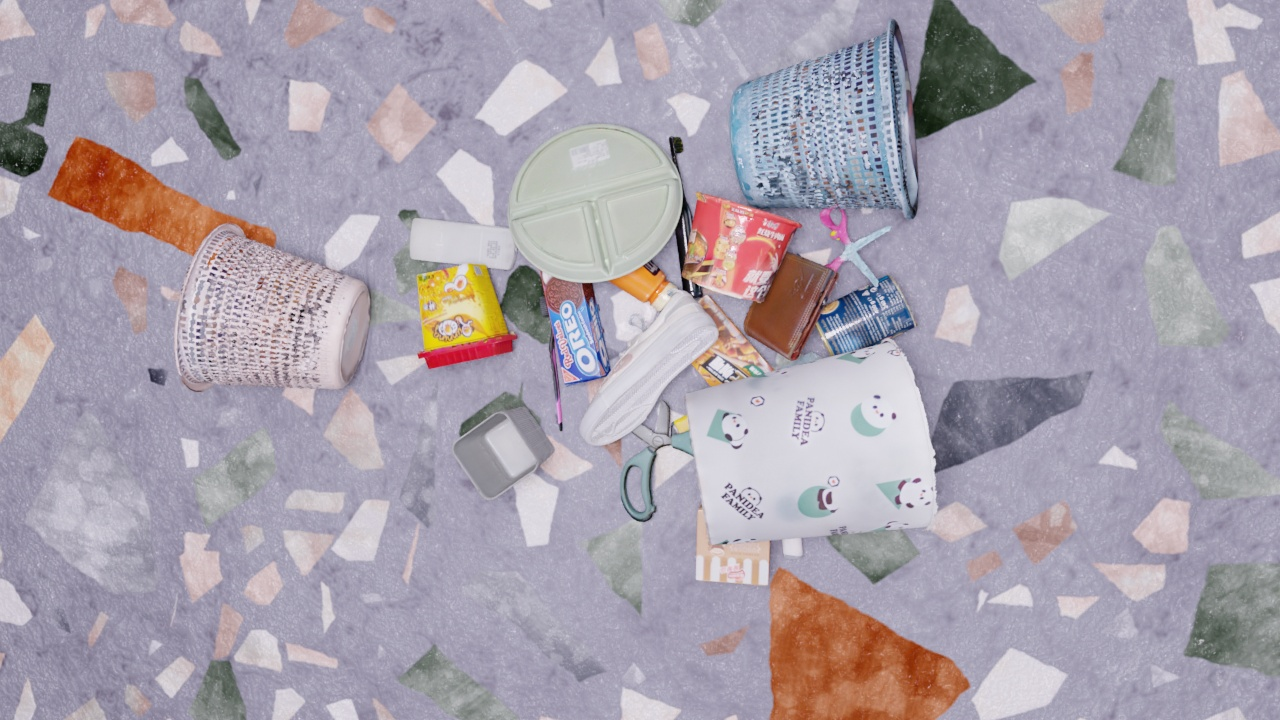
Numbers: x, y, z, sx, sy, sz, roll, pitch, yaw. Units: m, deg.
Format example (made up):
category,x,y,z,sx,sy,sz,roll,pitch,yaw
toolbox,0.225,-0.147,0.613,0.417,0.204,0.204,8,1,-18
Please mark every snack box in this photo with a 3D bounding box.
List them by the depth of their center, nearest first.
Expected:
category,x,y,z,sx,sy,sz,roll,pitch,yaw
snack box,0.123,0.234,1.195,0.093,0.077,0.094,2,94,9
snack box,0.109,-0.005,1.195,0.075,0.026,0.153,-42,79,10
snack box,-0.090,-0.072,1.218,0.057,0.058,0.207,-11,92,13

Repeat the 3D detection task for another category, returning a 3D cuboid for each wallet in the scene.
category,x,y,z,sx,sy,sz,roll,pitch,yaw
wallet,0.187,-0.071,1.154,0.032,0.101,0.124,19,99,-37

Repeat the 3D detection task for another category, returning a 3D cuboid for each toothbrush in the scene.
category,x,y,z,sx,sy,sz,roll,pitch,yaw
toothbrush,0.056,-0.187,1.202,0.027,0.026,0.212,-8,92,-24
toothbrush,0.191,0.149,1.203,0.026,0.026,0.221,-2,94,43
toothbrush,-0.120,0.003,1.251,0.018,0.014,0.189,-4,94,19

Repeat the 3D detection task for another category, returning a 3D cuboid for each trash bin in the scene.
category,x,y,z,sx,sy,sz,roll,pitch,yaw
trash bin,0.189,0.106,1.082,0.252,0.229,0.229,-10,92,3
trash bin,0.216,-0.269,1.089,0.195,0.226,0.226,-4,94,22
trash bin,-0.474,-0.052,1.218,0.192,0.227,0.227,12,96,-4

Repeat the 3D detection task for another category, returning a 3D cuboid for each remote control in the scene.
category,x,y,z,sx,sy,sz,roll,pitch,yaw
remote control,-0.242,-0.159,1.254,0.150,0.021,0.058,8,97,9

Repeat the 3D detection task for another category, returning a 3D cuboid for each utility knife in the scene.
category,x,y,z,sx,sy,sz,roll,pitch,yaw
utility knife,0.137,0.048,1.209,0.231,0.015,0.033,-29,89,12

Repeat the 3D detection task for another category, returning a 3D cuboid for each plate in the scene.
category,x,y,z,sx,sy,sz,roll,pitch,yaw
plate,-0.061,-0.207,1.174,0.230,0.027,0.229,-3,70,7

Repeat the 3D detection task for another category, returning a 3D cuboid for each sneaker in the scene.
category,x,y,z,sx,sy,sz,roll,pitch,yaw
sneaker,-0.007,0.007,1.181,0.243,0.089,0.090,-47,53,22

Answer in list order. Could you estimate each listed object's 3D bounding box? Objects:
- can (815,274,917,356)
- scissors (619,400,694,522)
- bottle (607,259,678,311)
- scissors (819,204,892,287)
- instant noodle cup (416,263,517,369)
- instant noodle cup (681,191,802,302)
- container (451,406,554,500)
category,x,y,z,sx,sy,sz,roll,pitch,yaw
can,0.279,-0.051,1.149,0.111,0.075,0.075,-27,89,10
scissors,0.044,0.148,1.221,0.175,0.019,0.170,22,104,15
bottle,-0.004,-0.111,1.201,0.149,0.066,0.067,38,99,-3
scissors,0.257,-0.136,1.154,0.136,0.017,0.133,-47,55,28
instant noodle cup,-0.236,-0.060,1.212,0.116,0.116,0.123,-11,93,10
instant noodle cup,0.120,-0.138,1.140,0.138,0.137,0.109,18,100,8
container,-0.176,0.118,1.217,0.090,0.114,0.090,-34,88,10
